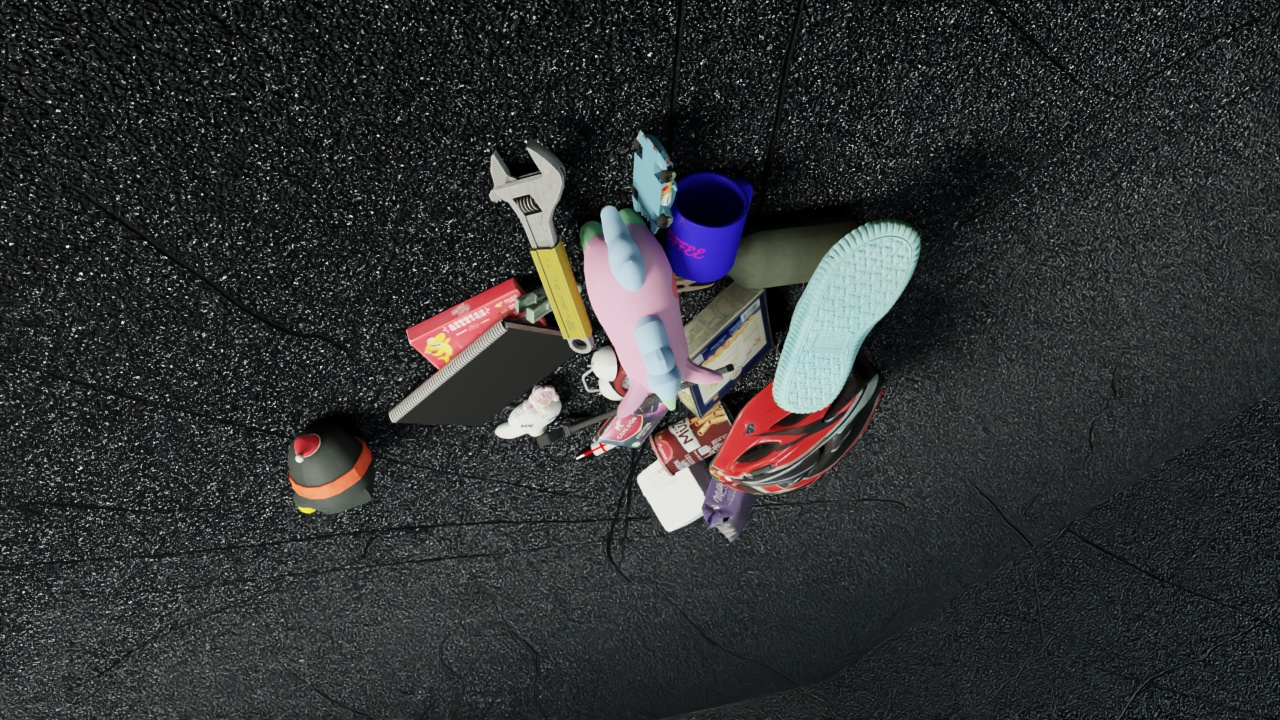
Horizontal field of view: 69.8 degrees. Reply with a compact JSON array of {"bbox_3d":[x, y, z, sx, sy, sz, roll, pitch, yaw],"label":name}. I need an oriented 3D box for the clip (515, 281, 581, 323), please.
[{"bbox_3d":[-0.098,-0.068,0.991,0.076,0.047,0.023,-32,147,-33],"label":"clip"}]

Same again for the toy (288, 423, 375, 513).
[{"bbox_3d":[-0.368,0.120,1.080,0.100,0.097,0.119,10,134,32],"label":"toy"}]

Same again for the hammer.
[{"bbox_3d":[-0.001,0.052,1.138,0.094,0.015,0.326,-20,177,-45],"label":"hammer"}]

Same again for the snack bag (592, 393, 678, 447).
[{"bbox_3d":[0.002,0.067,1.277,0.074,0.018,0.156,11,131,-33],"label":"snack bag"}]

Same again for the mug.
[{"bbox_3d":[0.077,-0.148,0.963,0.111,0.079,0.084,-40,158,-28],"label":"mug"}]

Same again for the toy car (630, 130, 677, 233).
[{"bbox_3d":[0.017,-0.176,0.891,0.027,0.060,0.108,-25,150,-19],"label":"toy car"}]

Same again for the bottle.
[{"bbox_3d":[0.153,-0.120,1.047,0.206,0.071,0.072,-9,147,-20],"label":"bottle"}]

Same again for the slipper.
[{"bbox_3d":[0.223,-0.053,1.058,0.116,0.069,0.277,4,129,-20],"label":"slipper"}]

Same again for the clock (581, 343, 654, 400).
[{"bbox_3d":[-0.007,0.007,1.165,0.137,0.048,0.096,-21,149,-3],"label":"clock"}]

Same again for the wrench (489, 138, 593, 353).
[{"bbox_3d":[-0.086,-0.102,0.913,0.084,0.018,0.274,3,139,20],"label":"wrench"}]

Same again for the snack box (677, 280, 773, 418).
[{"bbox_3d":[0.101,-0.016,1.152,0.144,0.042,0.145,-43,151,-12],"label":"snack box"}]

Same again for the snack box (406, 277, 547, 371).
[{"bbox_3d":[-0.179,-0.035,1.020,0.133,0.021,0.089,-25,149,5],"label":"snack box"}]

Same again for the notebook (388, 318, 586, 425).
[{"bbox_3d":[-0.177,0.020,1.080,0.207,0.016,0.148,-36,156,28],"label":"notebook"}]

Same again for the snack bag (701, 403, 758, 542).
[{"bbox_3d":[0.157,0.172,1.402,0.058,0.205,0.096,14,164,26],"label":"snack bag"}]

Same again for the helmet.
[{"bbox_3d":[0.207,0.076,1.240,0.272,0.167,0.217,-49,166,10],"label":"helmet"}]

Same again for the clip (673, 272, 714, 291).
[{"bbox_3d":[0.059,-0.094,1.074,0.062,0.025,0.047,0,143,-28],"label":"clip"}]

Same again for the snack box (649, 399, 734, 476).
[{"bbox_3d":[0.082,0.114,1.364,0.121,0.072,0.072,-29,148,10],"label":"snack box"}]

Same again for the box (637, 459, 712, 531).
[{"bbox_3d":[0.082,0.199,1.474,0.103,0.110,0.130,-39,164,25],"label":"box"}]

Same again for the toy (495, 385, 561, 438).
[{"bbox_3d":[-0.138,0.070,1.190,0.075,0.037,0.126,-10,155,-33],"label":"toy"}]

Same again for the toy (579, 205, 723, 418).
[{"bbox_3d":[0.000,-0.052,0.959,0.120,0.171,0.222,-20,149,-3],"label":"toy"}]

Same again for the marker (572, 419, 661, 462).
[{"bbox_3d":[-0.037,0.115,1.341,0.146,0.019,0.019,-27,149,9],"label":"marker"}]
